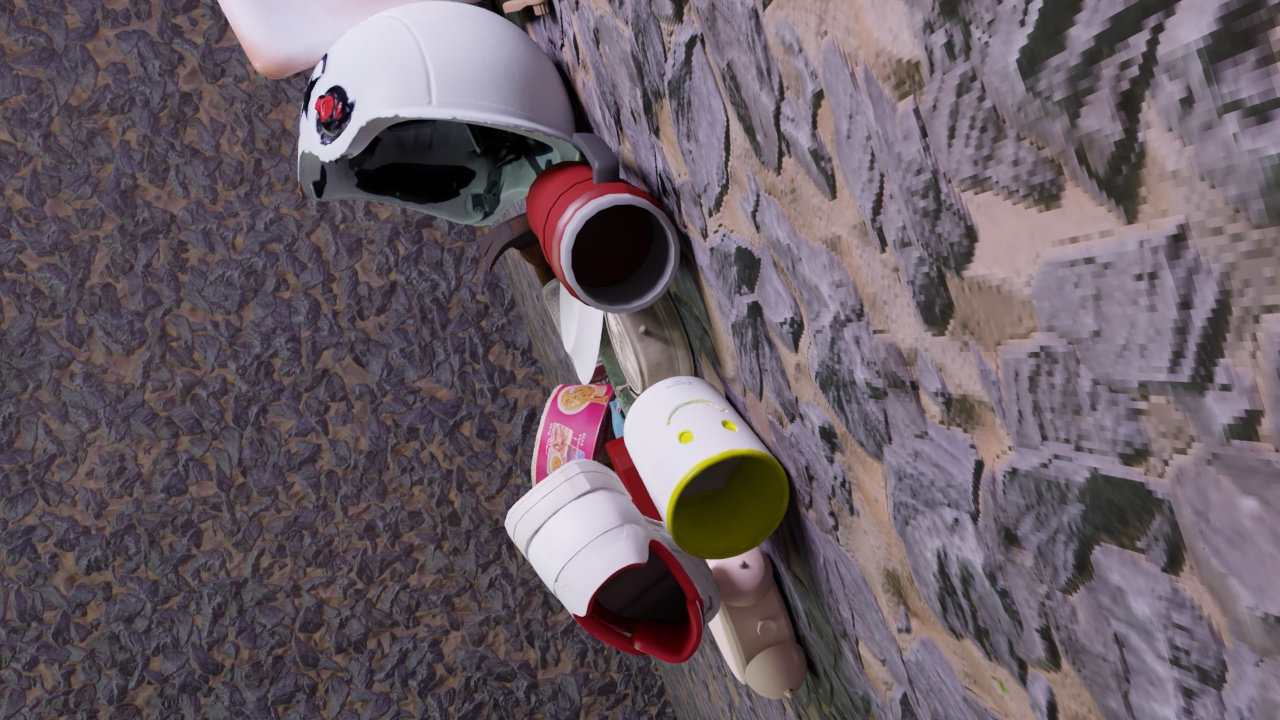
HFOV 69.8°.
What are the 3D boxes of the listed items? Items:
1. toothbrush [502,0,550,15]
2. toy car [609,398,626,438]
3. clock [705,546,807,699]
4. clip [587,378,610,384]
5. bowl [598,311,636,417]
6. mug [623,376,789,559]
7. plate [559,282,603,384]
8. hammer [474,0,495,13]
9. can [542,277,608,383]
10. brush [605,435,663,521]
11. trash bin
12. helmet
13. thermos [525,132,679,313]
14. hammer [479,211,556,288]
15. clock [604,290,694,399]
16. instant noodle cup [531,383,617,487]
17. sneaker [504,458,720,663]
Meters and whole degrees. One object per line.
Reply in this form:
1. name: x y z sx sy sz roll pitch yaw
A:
1. toothbrush: -0.099 -0.305 0.790 0.167 0.016 0.016 -132 22 -64
2. toy car: -0.010 0.090 1.017 0.060 0.027 0.107 132 116 -83
3. clock: 0.073 0.206 0.772 0.131 0.086 0.161 69 165 -6
4. clip: -0.039 0.049 1.193 0.027 0.104 0.120 -122 20 -76
5. bowl: -0.005 0.005 0.880 0.157 0.038 0.157 158 91 -81
6. mug: 0.041 0.069 0.616 0.106 0.082 0.083 -123 14 -58
7. plate: -0.059 -0.072 0.865 0.189 0.016 0.188 180 91 -77
8. hammer: -0.186 -0.296 1.125 0.327 0.079 0.176 92 156 -69
9. can: -0.076 -0.039 1.153 0.054 0.054 0.135 87 160 -64
10. brush: 0.018 0.155 0.934 0.082 0.042 0.173 -177 64 -82
11. trash bin: -0.270 -0.382 0.873 0.157 0.259 0.181 68 172 -23
12. helmet: -0.171 -0.223 0.801 0.265 0.236 0.163 -9 82 53
13. thermos: -0.034 -0.108 0.670 0.198 0.084 0.108 -127 34 -67
14. hammer: -0.125 -0.115 1.196 0.323 0.115 0.033 71 176 -75
15. clock: 0.004 -0.003 0.756 0.141 0.054 0.093 81 165 -46
16. instant noodle cup: -0.075 0.103 1.112 0.178 0.078 0.178 13 -91 -81
17. sneaker: 0.008 0.158 0.602 0.104 0.090 0.237 48 176 38
